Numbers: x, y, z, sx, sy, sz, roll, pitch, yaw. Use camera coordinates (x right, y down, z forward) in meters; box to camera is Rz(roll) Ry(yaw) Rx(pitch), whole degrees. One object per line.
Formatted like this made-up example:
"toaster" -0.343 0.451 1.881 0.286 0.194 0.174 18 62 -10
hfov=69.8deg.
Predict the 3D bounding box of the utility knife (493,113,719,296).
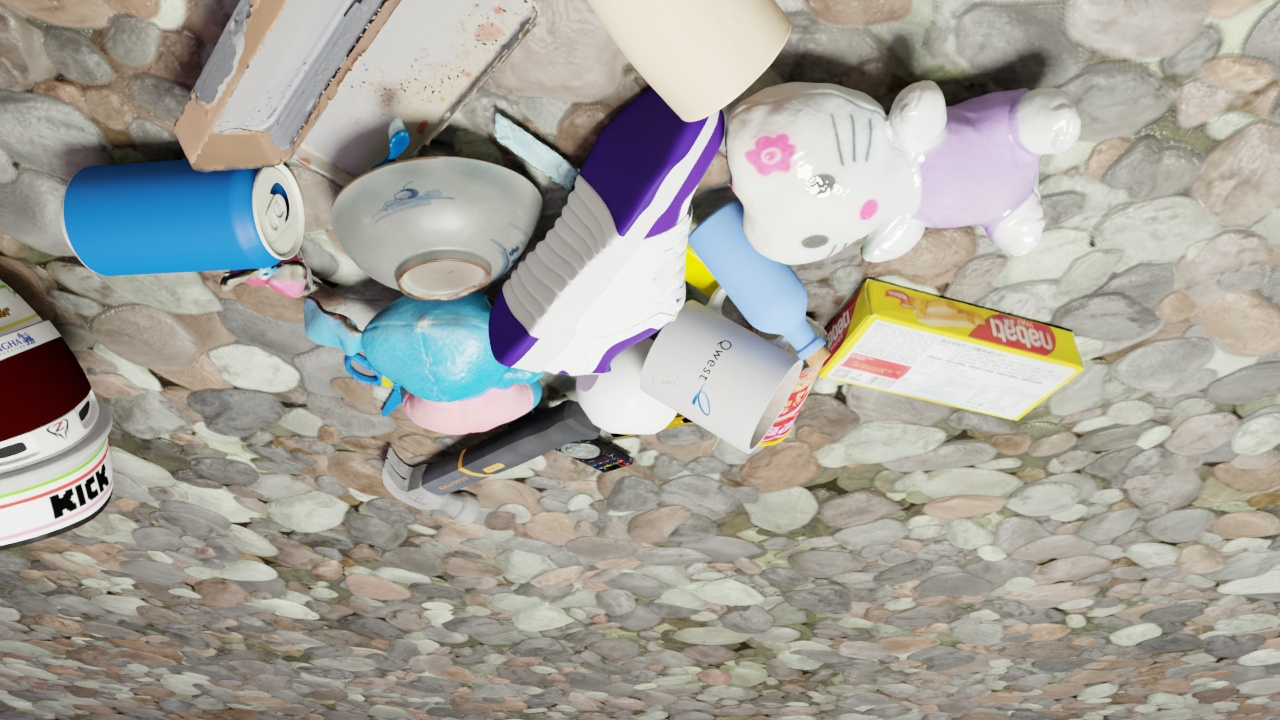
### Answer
"utility knife" -0.015 -0.110 0.673 0.233 0.020 0.029 31 127 -34

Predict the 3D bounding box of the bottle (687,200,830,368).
"bottle" 0.091 -0.051 0.663 0.131 0.047 0.048 53 134 4

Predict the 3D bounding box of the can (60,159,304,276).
"can" -0.325 -0.103 0.654 0.146 0.078 0.079 -2 144 7

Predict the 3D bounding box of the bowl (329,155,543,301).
"bowl" -0.141 -0.081 0.654 0.150 0.056 0.151 -9 160 -3

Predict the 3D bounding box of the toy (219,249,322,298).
"toy" -0.287 -0.074 0.722 0.065 0.050 0.102 1 180 -11

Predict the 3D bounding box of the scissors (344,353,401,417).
"scissors" -0.222 0.023 0.880 0.131 0.014 0.125 -18 138 30

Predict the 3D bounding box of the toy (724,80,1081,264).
"toy" 0.158 -0.126 0.586 0.209 0.085 0.138 -2 141 4

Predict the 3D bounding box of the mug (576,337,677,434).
"mug" -0.005 0.005 0.786 0.076 0.090 0.124 18 110 -32

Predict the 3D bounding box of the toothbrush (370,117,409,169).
"toothbrush" -0.182 -0.123 0.631 0.021 0.016 0.133 -4 161 -33

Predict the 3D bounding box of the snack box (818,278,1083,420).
"snack box" 0.260 -0.005 0.780 0.200 0.042 0.092 12 143 -12

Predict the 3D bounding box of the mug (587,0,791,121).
"mug" 0.029 -0.206 0.497 0.111 0.085 0.104 -44 117 11

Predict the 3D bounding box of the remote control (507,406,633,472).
"remote control" -0.069 0.082 0.940 0.046 0.021 0.140 -20 141 38

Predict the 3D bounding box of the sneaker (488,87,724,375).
"sneaker" -0.001 -0.075 0.640 0.111 0.091 0.245 18 127 -35

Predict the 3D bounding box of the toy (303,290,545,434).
"toy" -0.169 0.002 0.780 0.224 0.098 0.192 1 152 2

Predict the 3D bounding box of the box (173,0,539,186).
"box" -0.178 -0.180 0.564 0.156 0.071 0.217 15 144 -38

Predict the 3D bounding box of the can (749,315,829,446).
"can" 0.115 0.017 0.799 0.066 0.066 0.125 6 144 -4

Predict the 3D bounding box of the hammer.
"hammer" -0.150 0.102 0.937 0.139 0.035 0.313 31 142 -32

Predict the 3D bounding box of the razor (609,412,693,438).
"razor" 0.033 0.060 0.894 0.144 0.043 0.021 -12 115 26

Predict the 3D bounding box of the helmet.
"helmet" -0.587 0.021 0.716 0.315 0.230 0.236 -2 109 13

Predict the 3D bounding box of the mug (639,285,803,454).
"mug" 0.071 -0.004 0.708 0.096 0.119 0.083 30 -176 17
